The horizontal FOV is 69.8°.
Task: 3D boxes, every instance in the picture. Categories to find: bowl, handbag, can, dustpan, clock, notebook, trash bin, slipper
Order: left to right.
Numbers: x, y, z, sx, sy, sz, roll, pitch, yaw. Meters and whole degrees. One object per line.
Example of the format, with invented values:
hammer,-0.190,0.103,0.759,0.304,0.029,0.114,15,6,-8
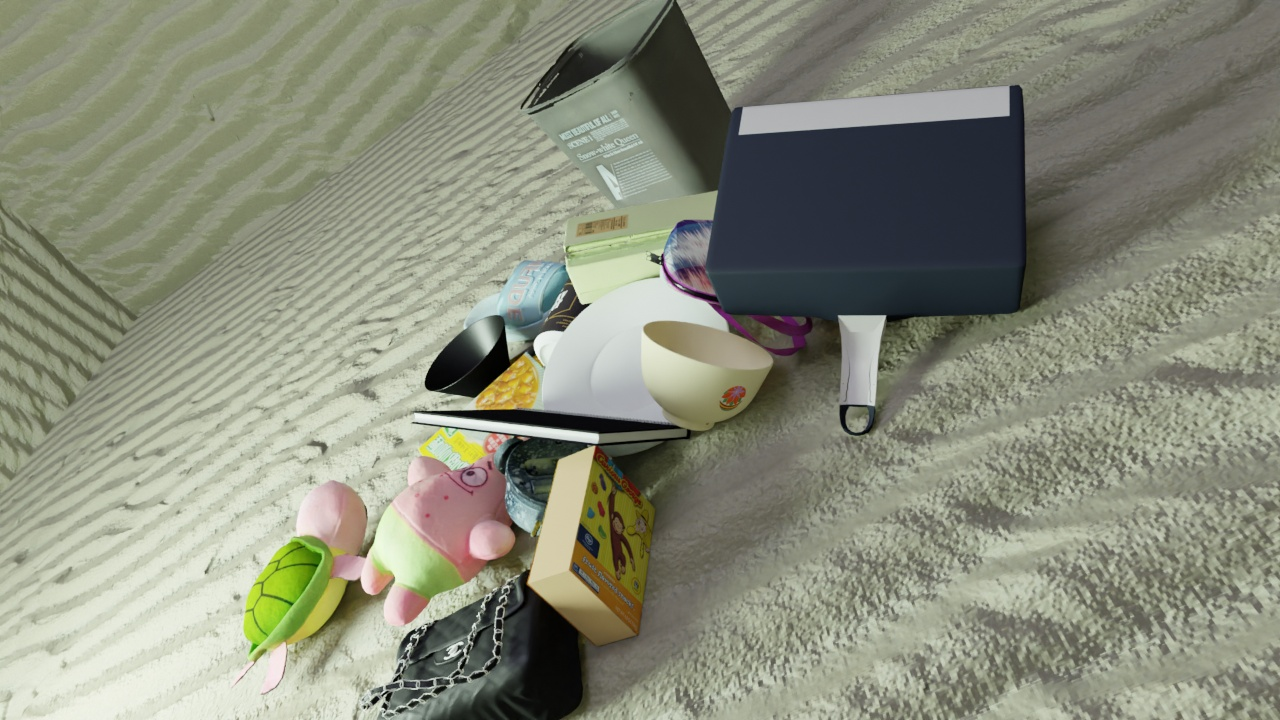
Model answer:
handbag,-0.134,0.226,0.712,0.154,0.114,0.125,-33,27,19
bowl,-0.196,0.007,1.109,0.124,0.052,0.123,-30,29,19
slipper,-0.155,-0.080,1.198,0.246,0.074,0.103,-11,41,42
clock,-0.083,0.104,0.836,0.090,0.052,0.129,-3,41,-21
notebook,-0.080,0.058,0.828,0.207,0.148,0.016,3,90,32
can,-0.068,-0.046,1.052,0.072,0.072,0.128,-15,37,36
trash bin,0.005,-0.308,1.177,0.198,0.220,0.196,-10,41,41
bowl,0.051,0.019,0.814,0.118,0.118,0.074,-131,51,-61
handbag,0.098,-0.064,0.866,0.170,0.144,0.068,52,136,43
dustpan,0.178,-0.080,0.735,0.237,0.080,0.272,1,63,20

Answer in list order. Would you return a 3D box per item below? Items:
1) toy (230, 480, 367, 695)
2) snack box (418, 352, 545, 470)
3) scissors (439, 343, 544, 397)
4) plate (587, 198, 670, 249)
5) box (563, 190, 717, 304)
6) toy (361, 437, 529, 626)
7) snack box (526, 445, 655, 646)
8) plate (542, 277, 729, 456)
toy,-0.361,0.238,0.981,0.191,0.087,0.237,-26,35,48
snack box,-0.155,0.078,1.007,0.168,0.027,0.132,-43,40,-6
scissors,-0.175,0.032,1.123,0.226,0.016,0.224,-21,34,30
plate,0.028,-0.114,1.039,0.189,0.016,0.188,-8,50,10
box,0.017,-0.116,0.989,0.188,0.083,0.091,-8,32,9
toy,-0.168,0.146,0.885,0.236,0.097,0.192,-39,37,-21
snack box,-0.035,0.146,0.733,0.040,0.088,0.125,-24,33,26
plate,-0.005,0.005,0.925,0.209,0.015,0.208,-16,52,21
